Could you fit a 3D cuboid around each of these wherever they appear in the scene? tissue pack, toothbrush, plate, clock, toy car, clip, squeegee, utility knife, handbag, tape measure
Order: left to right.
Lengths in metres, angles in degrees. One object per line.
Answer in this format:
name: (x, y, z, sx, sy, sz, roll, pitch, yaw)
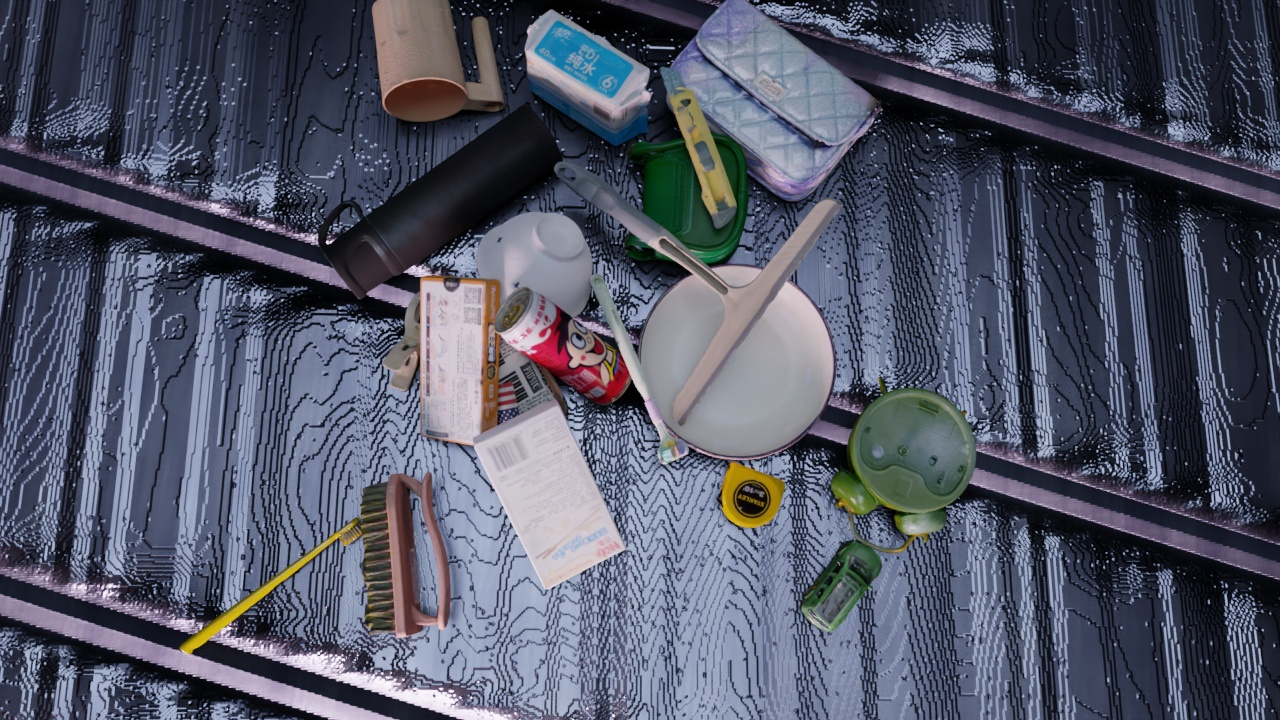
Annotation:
toothbrush: (-0.336, 0.208, 0.844, 0.190, 0.016, 0.016, -36, 89, -9)
clip: (-0.216, -0.022, 0.885, 0.034, 0.060, 0.097, 20, 67, 0)
tissue pack: (-0.051, -0.281, 0.916, 0.140, 0.090, 0.063, 33, 79, 4)
toothbrush: (-0.005, 0.005, 0.854, 0.029, 0.020, 0.189, -23, 84, -8)
squeegee: (0.018, -0.110, 0.853, 0.246, 0.039, 0.247, 39, 110, 13)
handbag: (0.045, -0.157, 0.908, 0.120, 0.068, 0.131, 2, 79, -2)
utility knife: (0.055, -0.208, 0.884, 0.031, 0.019, 0.177, -18, 71, -4)
plate: (0.092, 0.002, 0.894, 0.192, 0.039, 0.192, 1, 79, -3)
tape measure: (0.104, 0.130, 0.874, 0.060, 0.029, 0.057, 20, 78, 1)
handbag: (0.131, -0.265, 0.930, 0.194, 0.076, 0.134, 39, 79, 4)
toy car: (0.191, 0.211, 0.861, 0.043, 0.036, 0.091, 38, 76, 6)
clock: (0.247, 0.103, 0.873, 0.116, 0.056, 0.161, 22, 78, 2)

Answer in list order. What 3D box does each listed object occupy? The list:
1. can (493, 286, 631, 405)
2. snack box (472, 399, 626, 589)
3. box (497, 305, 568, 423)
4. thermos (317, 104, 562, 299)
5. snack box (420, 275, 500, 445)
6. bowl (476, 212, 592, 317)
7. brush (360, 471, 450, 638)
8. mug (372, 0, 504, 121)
can: (-0.070, -0.012, 0.846, 0.132, 0.053, 0.053, 37, 76, -34)
snack box: (-0.082, 0.122, 0.838, 0.084, 0.027, 0.157, -26, 105, -7)
box: (-0.132, 0.002, 0.864, 0.075, 0.077, 0.163, -29, 84, 1)
thermos: (-0.199, -0.163, 0.895, 0.242, 0.068, 0.090, -36, 87, -9)
snack box: (-0.168, 0.000, 0.848, 0.075, 0.026, 0.154, 6, 99, 28)
bowl: (-0.088, -0.100, 0.865, 0.118, 0.065, 0.118, 15, 55, -23)
brush: (-0.213, 0.175, 0.834, 0.073, 0.063, 0.145, -7, 78, 0)
mug: (-0.204, -0.306, 0.925, 0.124, 0.084, 0.103, -5, 77, -29)
